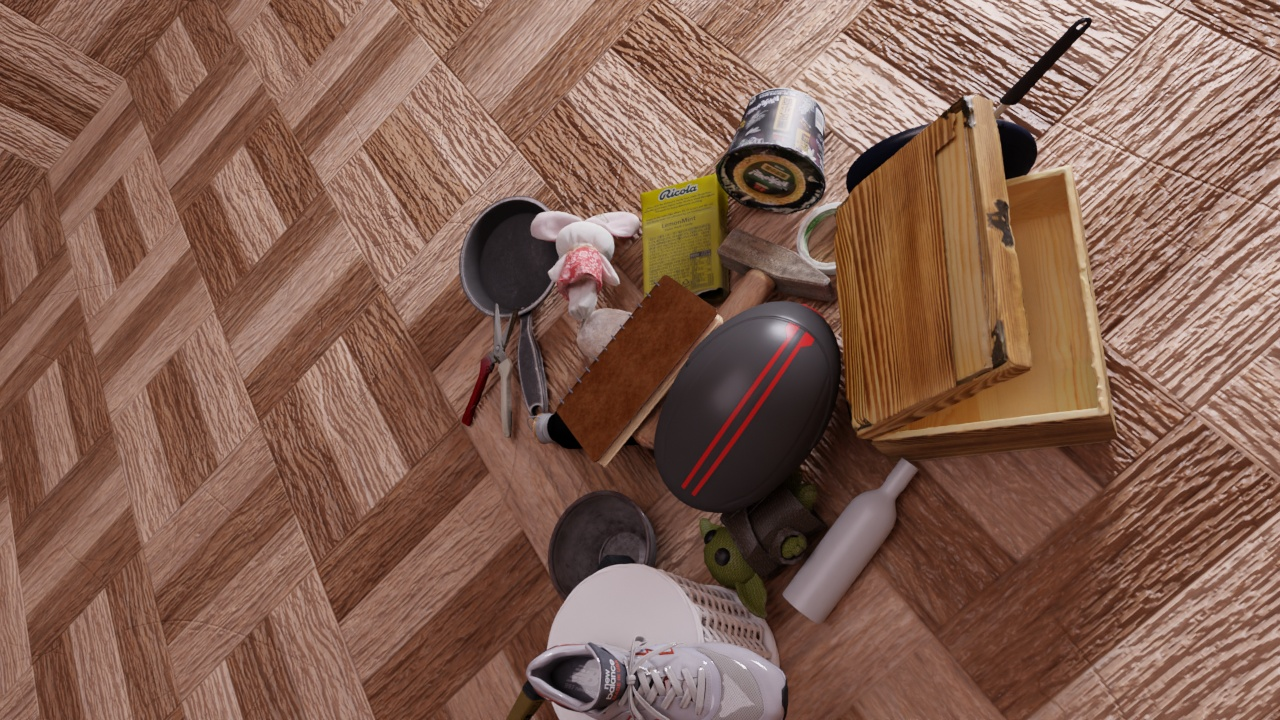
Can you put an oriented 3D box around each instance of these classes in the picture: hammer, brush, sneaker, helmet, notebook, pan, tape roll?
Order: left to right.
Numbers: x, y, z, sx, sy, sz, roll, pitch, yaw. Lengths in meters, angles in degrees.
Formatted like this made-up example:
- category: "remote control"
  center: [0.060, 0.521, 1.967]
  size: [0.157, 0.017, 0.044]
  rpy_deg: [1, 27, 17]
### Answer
- category: "pan"
  center: [-0.173, -0.077, 1.356]
  size: [0.188, 0.055, 0.356]
  rpy_deg: [-22, 73, 23]
- category: "hammer"
  center: [-0.108, 0.360, 1.052]
  size: [0.025, 0.117, 0.333]
  rpy_deg: [40, 104, 36]
- category: "notebook"
  center: [-0.007, 0.007, 1.121]
  size: [0.225, 0.024, 0.167]
  rpy_deg: [-51, 31, 3]
- category: "sneaker"
  center: [0.000, 0.289, 0.810]
  size: [0.240, 0.124, 0.088]
  rpy_deg: [-7, 67, 30]
- category: "brush"
  center: [0.028, -0.003, 1.192]
  size: [0.272, 0.056, 0.083]
  rpy_deg: [19, 76, 35]
- category: "hammer"
  center: [0.092, -0.016, 1.105]
  size: [0.158, 0.037, 0.300]
  rpy_deg: [30, 76, 35]
- category: "helmet"
  center: [0.120, 0.041, 0.974]
  size: [0.164, 0.170, 0.264]
  rpy_deg: [35, 87, 7]
- category: "tape roll"
  center: [0.242, -0.153, 1.145]
  size: [0.094, 0.018, 0.093]
  rpy_deg: [-13, 65, 27]
- category: "pan"
  center: [0.340, -0.227, 0.926]
  size: [0.198, 0.357, 0.021]
  rpy_deg: [1, 72, -10]

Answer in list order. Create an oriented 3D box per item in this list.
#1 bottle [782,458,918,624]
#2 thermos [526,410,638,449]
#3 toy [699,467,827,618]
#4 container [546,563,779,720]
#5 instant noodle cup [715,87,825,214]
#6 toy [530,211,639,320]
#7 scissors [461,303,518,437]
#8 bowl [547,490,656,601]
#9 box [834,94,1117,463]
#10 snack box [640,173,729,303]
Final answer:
- category: "bottle"
  center: [0.231, 0.190, 0.987]
  size: [0.052, 0.052, 0.195]
  rpy_deg: [38, 93, 37]
- category: "thermos"
  center: [-0.056, 0.083, 1.203]
  size: [0.232, 0.061, 0.061]
  rpy_deg: [-7, 67, 34]
- category: "toy"
  center: [0.134, 0.188, 1.024]
  size: [0.153, 0.078, 0.179]
  rpy_deg: [-45, 30, 6]
- category: "container"
  center: [0.026, 0.323, 0.976]
  size: [0.190, 0.186, 0.189]
  rpy_deg: [-13, 64, 27]
- category: "instant noodle cup"
  center: [0.177, -0.272, 1.174]
  size: [0.137, 0.137, 0.112]
  rpy_deg: [-1, 60, 32]
- category: "toy"
  center: [-0.077, -0.143, 1.275]
  size: [0.159, 0.084, 0.193]
  rpy_deg: [-4, 51, 1]
- category: "scissors"
  center: [-0.210, 0.026, 1.330]
  size: [0.195, 0.015, 0.179]
  rpy_deg: [-46, 58, 26]
- category: "bowl"
  center: [-0.036, 0.237, 1.126]
  size: [0.145, 0.067, 0.144]
  rpy_deg: [-13, 64, 28]
- category: "box"
  center: [0.301, -0.067, 0.926]
  size: [0.270, 0.263, 0.278]
  rpy_deg: [-11, 66, 30]
- category: "snack box"
  center: [0.061, -0.155, 1.245]
  size: [0.121, 0.045, 0.180]
  rpy_deg: [-11, 68, 26]
